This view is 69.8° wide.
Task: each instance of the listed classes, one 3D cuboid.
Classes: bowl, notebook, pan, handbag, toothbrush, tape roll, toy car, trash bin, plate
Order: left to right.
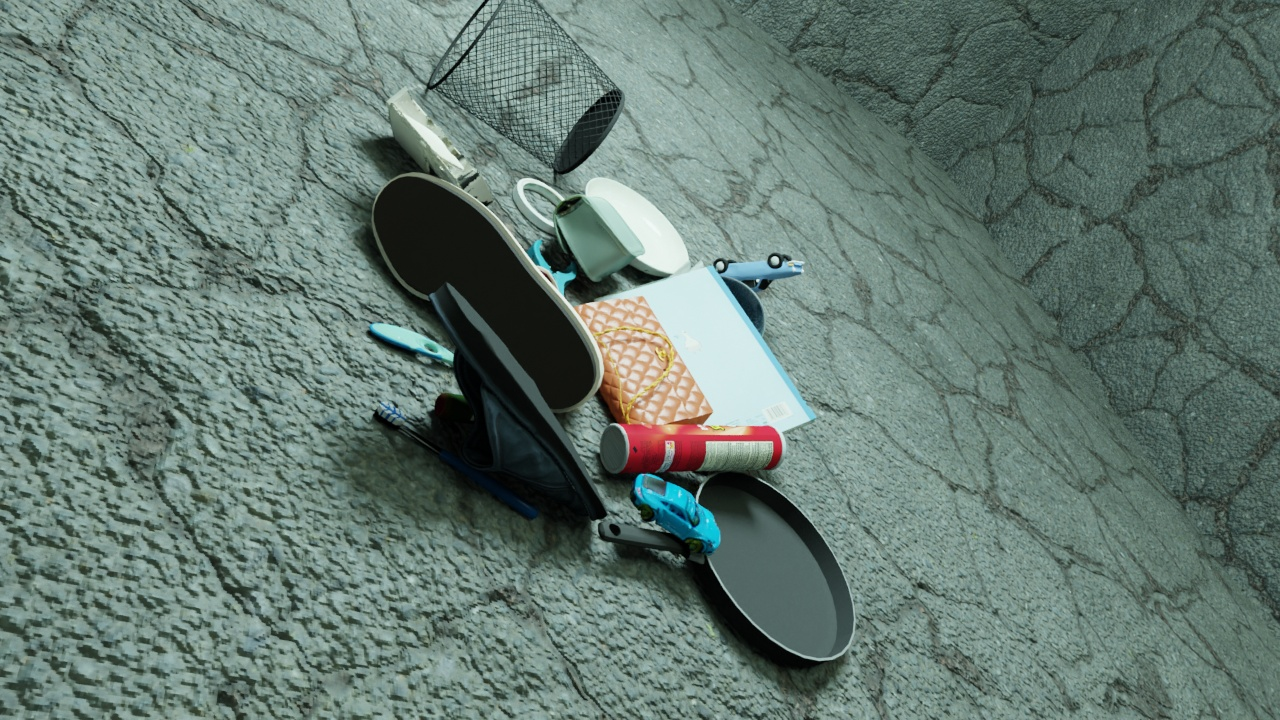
[{"bbox_3d":[-0.191,-0.007,0.864,0.135,0.017,0.022,27,37,-29],"label":"toothbrush"},{"bbox_3d":[-0.156,0.088,0.791,0.167,0.014,0.014,36,25,-13],"label":"toothbrush"},{"bbox_3d":[-0.145,-0.373,1.238,0.210,0.184,0.183,36,30,-26],"label":"trash bin"},{"bbox_3d":[-0.125,-0.200,1.198,0.093,0.013,0.092,32,31,-22],"label":"tape roll"},{"bbox_3d":[-0.055,-0.156,1.147,0.106,0.067,0.121,55,14,-2],"label":"handbag"},{"bbox_3d":[-0.012,-0.181,1.293,0.182,0.034,0.182,31,32,-22],"label":"plate"},{"bbox_3d":[-0.006,0.006,1.031,0.108,0.060,0.171,-10,58,-37],"label":"handbag"},{"bbox_3d":[0.037,0.144,0.873,0.105,0.032,0.048,37,28,-14],"label":"toy car"},{"bbox_3d":[0.078,-0.001,1.117,0.180,0.009,0.253,-18,63,-25],"label":"notebook"},{"bbox_3d":[0.094,-0.040,1.204,0.137,0.137,0.057,59,-9,24],"label":"bowl"},{"bbox_3d":[0.088,0.201,0.932,0.355,0.034,0.225,18,39,-39],"label":"pan"},{"bbox_3d":[0.165,-0.127,1.355,0.056,0.154,0.055,-7,93,-64],"label":"toy car"}]

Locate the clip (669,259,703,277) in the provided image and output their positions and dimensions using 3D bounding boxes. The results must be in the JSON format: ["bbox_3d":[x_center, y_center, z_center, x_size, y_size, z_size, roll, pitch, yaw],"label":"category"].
[{"bbox_3d":[0.061,-0.091,1.241,0.101,0.052,0.059,-42,106,-34],"label":"clip"}]

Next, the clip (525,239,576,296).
[{"bbox_3d":[-0.094,-0.087,1.082,0.120,0.030,0.130,27,33,-37],"label":"clip"}]

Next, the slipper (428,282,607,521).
[{"bbox_3d":[-0.122,0.055,0.795,0.265,0.083,0.109,56,-2,-35],"label":"slipper"}]

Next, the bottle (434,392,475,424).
[{"bbox_3d":[-0.141,0.048,0.849,0.106,0.025,0.025,13,42,-43],"label":"bottle"}]

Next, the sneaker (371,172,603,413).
[{"bbox_3d":[-0.144,-0.075,0.945,0.294,0.112,0.116,43,8,1],"label":"sneaker"}]

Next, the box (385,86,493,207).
[{"bbox_3d":[-0.234,-0.241,1.007,0.143,0.044,0.184,48,-7,10],"label":"box"}]

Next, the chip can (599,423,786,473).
[{"bbox_3d":[0.059,0.093,0.977,0.214,0.052,0.051,4,48,-35],"label":"chip can"}]
